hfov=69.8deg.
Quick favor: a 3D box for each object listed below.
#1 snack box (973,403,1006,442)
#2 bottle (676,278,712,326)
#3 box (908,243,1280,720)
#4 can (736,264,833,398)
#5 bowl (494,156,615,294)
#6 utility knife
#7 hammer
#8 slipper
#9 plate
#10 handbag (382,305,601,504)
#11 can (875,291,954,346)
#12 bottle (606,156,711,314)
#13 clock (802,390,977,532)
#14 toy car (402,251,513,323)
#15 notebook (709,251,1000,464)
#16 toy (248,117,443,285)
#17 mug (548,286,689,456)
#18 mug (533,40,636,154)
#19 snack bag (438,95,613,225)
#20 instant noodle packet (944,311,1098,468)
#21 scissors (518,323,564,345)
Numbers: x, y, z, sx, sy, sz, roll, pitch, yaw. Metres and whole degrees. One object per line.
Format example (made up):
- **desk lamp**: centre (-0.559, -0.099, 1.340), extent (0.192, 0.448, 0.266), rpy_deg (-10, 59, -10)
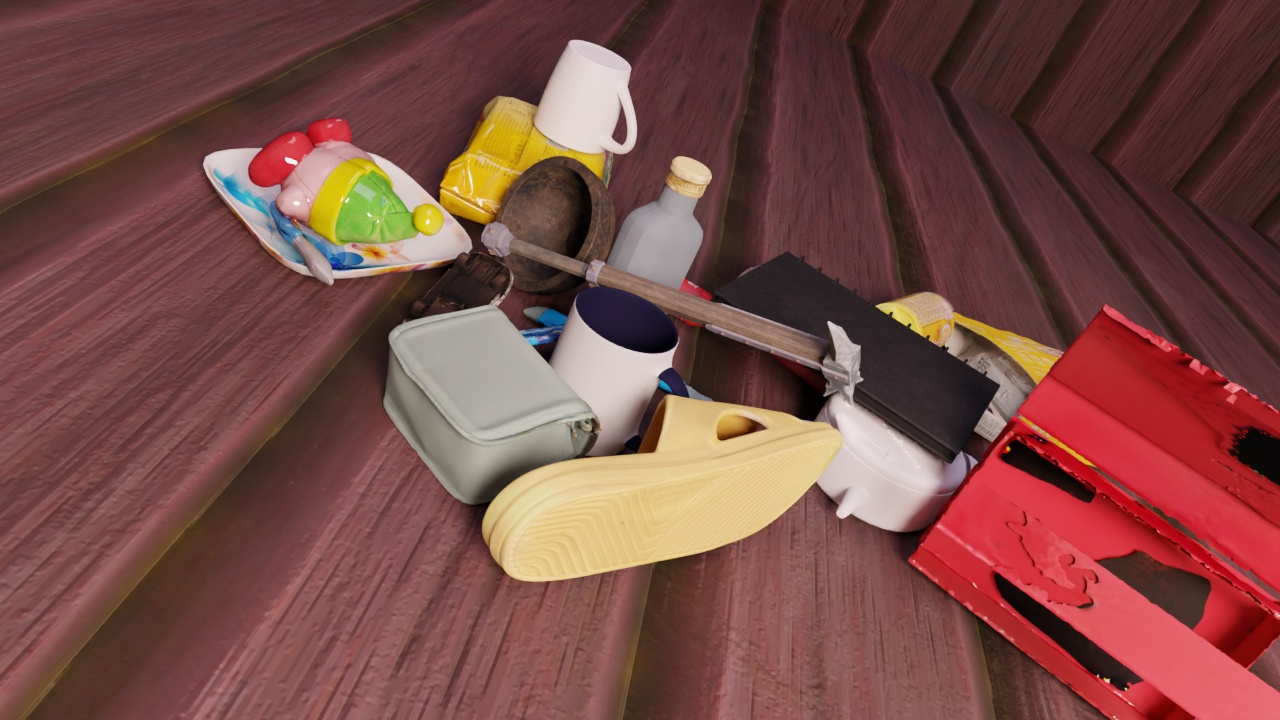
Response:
- **snack box**: centre (0.295, 0.021, 0.903), extent (0.150, 0.026, 0.081), rpy_deg (28, 26, -31)
- **bottle**: centre (0.041, -0.058, 0.870), extent (0.119, 0.036, 0.036), rpy_deg (32, 32, 10)
- **box**: centre (0.342, 0.090, 0.601), extent (0.211, 0.317, 0.123), rpy_deg (39, 45, 19)
- **can**: centre (0.157, -0.021, 0.869), extent (0.170, 0.067, 0.067), rpy_deg (40, 34, 22)
- **bowl**: centre (-0.067, -0.113, 0.810), extent (0.056, 0.121, 0.121), rpy_deg (18, 26, -53)
- **utility knife**: centre (-0.005, 0.004, 0.766), extent (0.209, 0.015, 0.031), rpy_deg (28, 32, 11)
- **hammer**: centre (0.013, -0.050, 0.695), extent (0.317, 0.028, 0.147), rpy_deg (21, -11, 18)
- **slipper**: centre (0.015, 0.075, 0.598), extent (0.262, 0.100, 0.078), rpy_deg (-6, 42, -35)
- **plate**: centre (-0.255, -0.127, 0.782), extent (0.186, 0.016, 0.187), rpy_deg (-15, 49, -47)
- **handbag**: centre (-0.102, 0.028, 0.611), extent (0.105, 0.067, 0.122), rpy_deg (-21, 53, -39)
- **can**: centre (0.286, -0.035, 0.981), extent (0.067, 0.068, 0.104), rpy_deg (42, 34, 25)
- **bottle**: centre (0.013, -0.096, 0.786), extent (0.072, 0.162, 0.046), rpy_deg (-2, 41, -37)
- **clock**: centre (0.206, 0.073, 0.757), extent (0.160, 0.073, 0.125), rpy_deg (4, 37, -31)
- **toy car**: centre (-0.143, -0.042, 0.719), extent (0.048, 0.041, 0.112), rpy_deg (29, 49, 5)
- **notebook**: centre (0.191, -0.015, 0.797), extent (0.231, 0.019, 0.168), rpy_deg (35, 33, 17)
- **toy**: centre (-0.225, -0.126, 0.705), extent (0.131, 0.097, 0.123), rpy_deg (51, 35, -4)
- **mug**: centre (-0.014, 0.018, 0.659), extent (0.112, 0.097, 0.078), rpy_deg (38, 33, 20)
- **mug**: centre (-0.044, -0.260, 0.930), extent (0.114, 0.088, 0.080), rpy_deg (38, 32, 19)
- **snack bag**: centre (-0.107, -0.196, 0.942), extent (0.159, 0.068, 0.246), rpy_deg (20, 32, -10)
- **instant noodle packet**: centre (0.433, 0.016, 1.014), extent (0.163, 0.084, 0.221), rpy_deg (14, 27, -18)
- **scissors**: centre (-0.056, -0.023, 0.722), extent (0.140, 0.014, 0.090), rpy_deg (-8, 6, -38)
